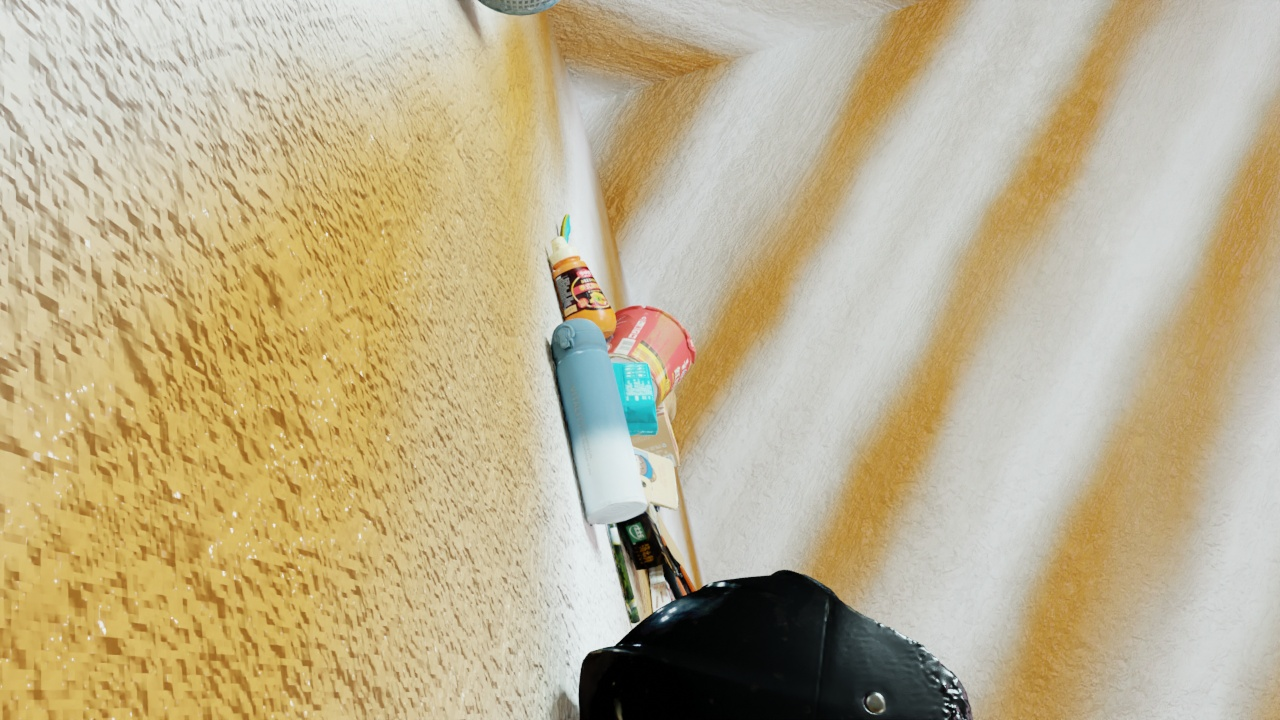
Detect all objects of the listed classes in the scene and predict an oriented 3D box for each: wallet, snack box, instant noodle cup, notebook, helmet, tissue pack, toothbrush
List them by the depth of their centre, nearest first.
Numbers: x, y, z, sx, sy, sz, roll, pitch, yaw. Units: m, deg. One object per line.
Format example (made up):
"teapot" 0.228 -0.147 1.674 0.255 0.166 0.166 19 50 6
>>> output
"helmet" 0.076 0.272 0.578 0.234 0.230 0.274 82 3 -58
"toothbrush" -0.029 0.206 1.043 0.017 0.012 0.185 40 34 -74
"tissue pack" -0.029 0.048 1.086 0.133 0.093 0.050 -99 -172 -65
"wallet" -0.006 0.141 1.125 0.115 0.024 0.087 23 35 -30
"snack box" -0.001 0.203 1.186 0.125 0.053 0.113 -101 173 -50
"instant noodle cup" -0.008 0.007 1.267 0.108 0.138 0.138 -56 135 -50
"snack box" 0.000 0.114 1.293 0.094 0.093 0.077 -85 158 -80
"snack box" 0.036 0.354 1.335 0.156 0.027 0.085 -100 173 -70
"notebook" 0.023 0.258 1.401 0.208 0.008 0.147 62 6 -14

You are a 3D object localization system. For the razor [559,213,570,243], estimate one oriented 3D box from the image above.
"razor" -0.110 -0.178 1.430 0.043 0.028 0.132 121 -36 -52

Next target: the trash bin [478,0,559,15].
"trash bin" -0.147 -0.521 1.076 0.195 0.226 0.226 118 -43 -76

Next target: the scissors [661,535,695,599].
"scissors" 0.032 0.274 1.327 0.233 0.022 0.161 67 9 24

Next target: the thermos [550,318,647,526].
"thermos" -0.049 0.060 0.969 0.070 0.070 0.220 67 7 -65

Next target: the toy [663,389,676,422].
"toy" 0.001 0.106 1.438 0.143 0.083 0.225 45 38 -29

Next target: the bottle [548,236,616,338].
"bottle" -0.084 -0.096 1.218 0.067 0.067 0.149 56 11 -80

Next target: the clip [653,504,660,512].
"clip" 0.019 0.166 1.162 0.056 0.026 0.024 -92 160 -56
